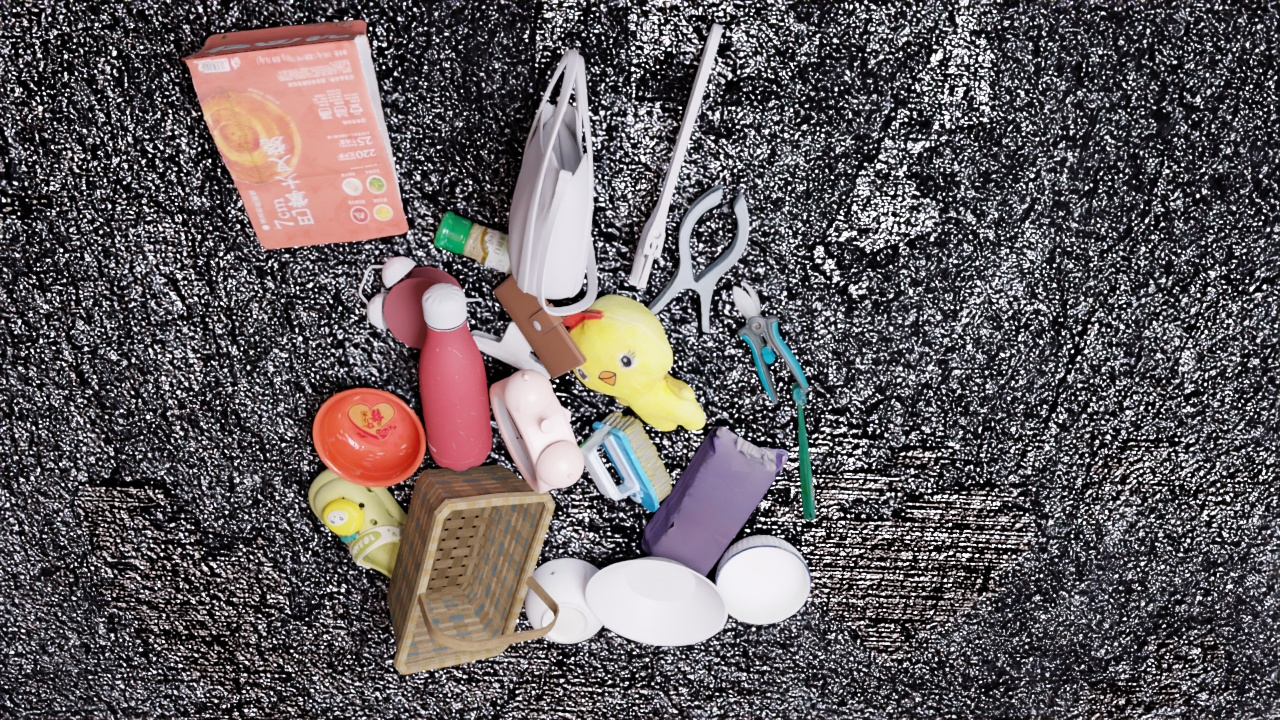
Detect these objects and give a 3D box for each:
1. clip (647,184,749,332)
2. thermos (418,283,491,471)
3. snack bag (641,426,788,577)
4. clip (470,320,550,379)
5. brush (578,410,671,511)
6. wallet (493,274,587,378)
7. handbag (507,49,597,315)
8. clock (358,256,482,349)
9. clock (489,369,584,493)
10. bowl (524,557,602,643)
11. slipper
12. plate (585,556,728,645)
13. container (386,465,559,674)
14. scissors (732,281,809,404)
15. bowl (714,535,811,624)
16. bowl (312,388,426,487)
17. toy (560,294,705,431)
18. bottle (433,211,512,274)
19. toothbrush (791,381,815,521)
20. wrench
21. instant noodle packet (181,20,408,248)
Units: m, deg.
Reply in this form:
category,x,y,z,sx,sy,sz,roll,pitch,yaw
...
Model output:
category,x,y,z,sx,sy,sz,roll,pitch,yaw
clip,0.054,-0.115,1.000,0.106,0.027,0.163,15,113,-5
thermos,-0.205,0.018,0.999,0.073,0.073,0.240,3,132,-1
snack bag,0.087,0.175,1.112,0.096,0.058,0.206,26,113,-10
clip,-0.142,-0.016,1.041,0.102,0.057,0.054,27,136,-12
brush,-0.016,0.132,1.078,0.075,0.055,0.136,-42,124,-24
wallet,-0.111,-0.038,0.995,0.013,0.088,0.121,-37,97,-31
handbag,-0.070,-0.177,0.870,0.095,0.215,0.223,5,124,-12
clock,-0.247,-0.063,1.013,0.124,0.044,0.087,25,112,-11
clock,-0.106,0.073,1.005,0.086,0.161,0.131,-24,90,-12
bowl,-0.094,0.316,1.174,0.113,0.063,0.113,0,114,-1
slipper,-0.331,0.215,1.121,0.092,0.081,0.190,-32,113,16
plate,0.022,0.285,1.126,0.174,0.036,0.174,6,131,6
container,-0.191,0.260,1.064,0.157,0.186,0.250,1,119,-37
scissors,0.142,-0.015,1.045,0.131,0.019,0.150,21,114,3
bowl,0.150,0.264,1.150,0.118,0.062,0.118,0,114,0
bowl,-0.313,0.083,1.079,0.130,0.045,0.131,0,114,0
toy,-0.006,0.006,1.016,0.134,0.092,0.208,-11,122,44
bottle,-0.164,-0.122,0.988,0.111,0.043,0.043,21,112,-9
toothbrush,0.198,0.113,1.106,0.016,0.017,0.190,-8,114,4
wrench,0.036,-0.205,0.944,0.018,0.086,0.273,15,103,-7
instant noodle packet,-0.339,-0.218,0.936,0.164,0.083,0.221,-7,123,-2
